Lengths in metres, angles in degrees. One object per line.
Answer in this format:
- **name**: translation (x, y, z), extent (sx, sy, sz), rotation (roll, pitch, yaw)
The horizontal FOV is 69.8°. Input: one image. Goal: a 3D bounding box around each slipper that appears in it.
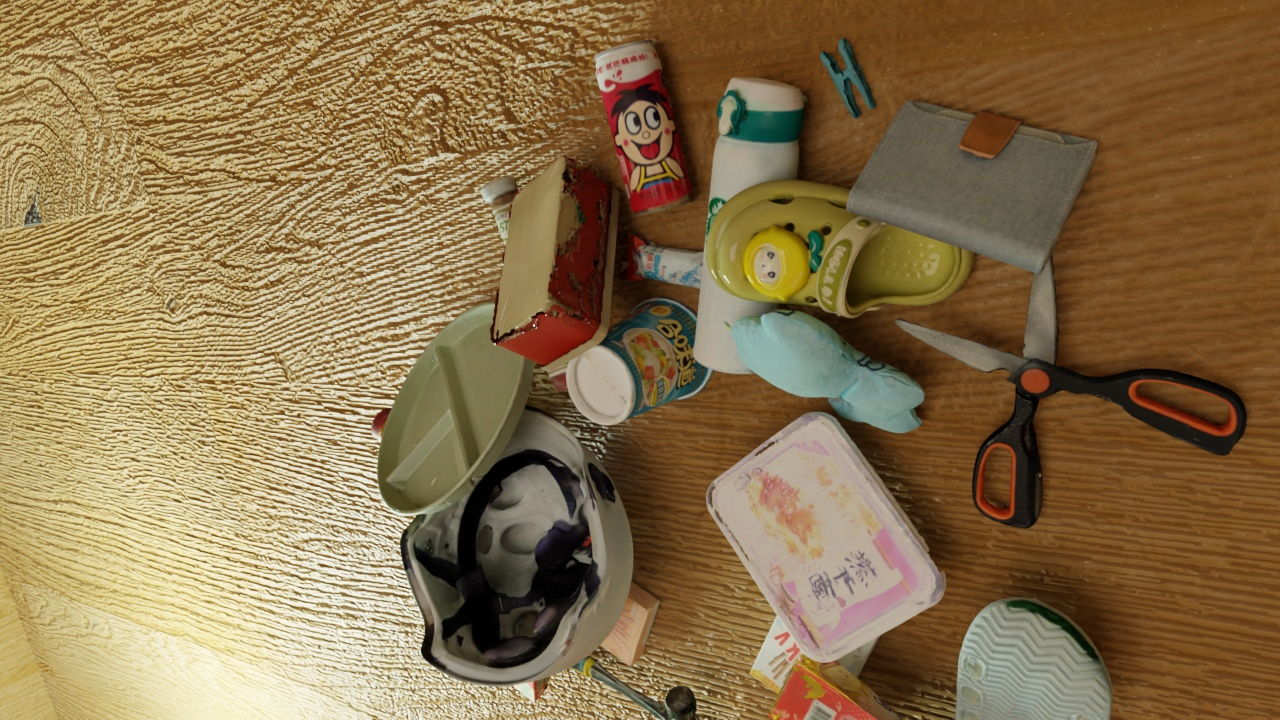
- **slipper**: translation (0.141, -0.075, 0.643), extent (0.190, 0.081, 0.092), rotation (4, 111, 4)
- **slipper**: translation (0.298, 0.269, 0.709), extent (0.104, 0.074, 0.246), rotation (22, 135, 29)

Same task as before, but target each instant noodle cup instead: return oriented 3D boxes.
- **instant noodle cup**: translation (0.153, 0.139, 0.749), extent (0.138, 0.060, 0.173), rotation (-40, 77, 26)
- **instant noodle cup**: translation (-0.005, 0.005, 0.795), extent (0.099, 0.109, 0.099), rotation (13, 114, 32)

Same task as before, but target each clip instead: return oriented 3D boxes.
- **clip**: translation (0.151, -0.204, 0.664), extent (0.046, 0.014, 0.057), rotation (-24, 94, 37)

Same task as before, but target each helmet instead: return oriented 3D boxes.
- **helmet**: translation (-0.101, 0.184, 0.896), extent (0.229, 0.146, 0.258), rotation (-26, 58, 19)

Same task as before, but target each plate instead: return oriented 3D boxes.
- **plate**: translation (-0.182, 0.047, 0.903), extent (0.231, 0.229, 0.027), rotation (-29, 135, 33)

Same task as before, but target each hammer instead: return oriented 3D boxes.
- **hammer**: translation (-0.067, 0.331, 1.001), extent (0.324, 0.031, 0.126), rotation (20, 138, 33)

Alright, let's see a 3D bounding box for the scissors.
- **scissors**: translation (0.283, 0.027, 0.639), extent (0.230, 0.021, 0.221), rotation (22, 125, 18)

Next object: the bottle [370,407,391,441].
- **bottle**: translation (-0.227, 0.103, 1.026), extent (0.175, 0.057, 0.058), rotation (24, 120, 26)

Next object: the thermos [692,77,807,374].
- **thermos**: translation (0.082, -0.103, 0.713), extent (0.073, 0.073, 0.224), rotation (19, 118, 29)

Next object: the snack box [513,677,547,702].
- **snack box**: translation (-0.139, 0.318, 1.013), extent (0.077, 0.026, 0.156), rotation (31, 144, 20)

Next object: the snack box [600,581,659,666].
- **snack box**: translation (-0.057, 0.249, 0.982), extent (0.157, 0.026, 0.085), rotation (28, 122, 24)

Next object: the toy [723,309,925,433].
- **toy**: translation (0.135, 0.006, 0.688), extent (0.156, 0.161, 0.049), rotation (15, 72, 20)

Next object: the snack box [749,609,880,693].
- **snack box**: translation (0.163, 0.249, 0.825), extent (0.085, 0.026, 0.157), rotation (31, 122, 23)

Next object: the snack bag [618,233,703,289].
- **snack bag**: translation (0.027, -0.081, 0.793), extent (0.104, 0.026, 0.048), rotation (18, 126, 29)

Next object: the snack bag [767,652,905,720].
- **snack bag**: translation (0.207, 0.322, 0.749), extent (0.208, 0.073, 0.129), rotation (32, 153, 22)

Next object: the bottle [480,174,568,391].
- **bottle**: translation (-0.093, -0.073, 0.860), extent (0.060, 0.059, 0.206), rotation (-20, 95, 39)

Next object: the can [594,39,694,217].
- **can**: translation (0.003, -0.189, 0.751), extent (0.053, 0.053, 0.133), rotation (-7, 104, 37)

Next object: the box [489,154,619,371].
- **box**: translation (-0.076, -0.087, 0.773), extent (0.092, 0.077, 0.168), rotation (-29, 46, 40)

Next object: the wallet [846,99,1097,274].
- **wallet**: translation (0.217, -0.122, 0.600), extent (0.130, 0.106, 0.037), rotation (23, 159, 24)
